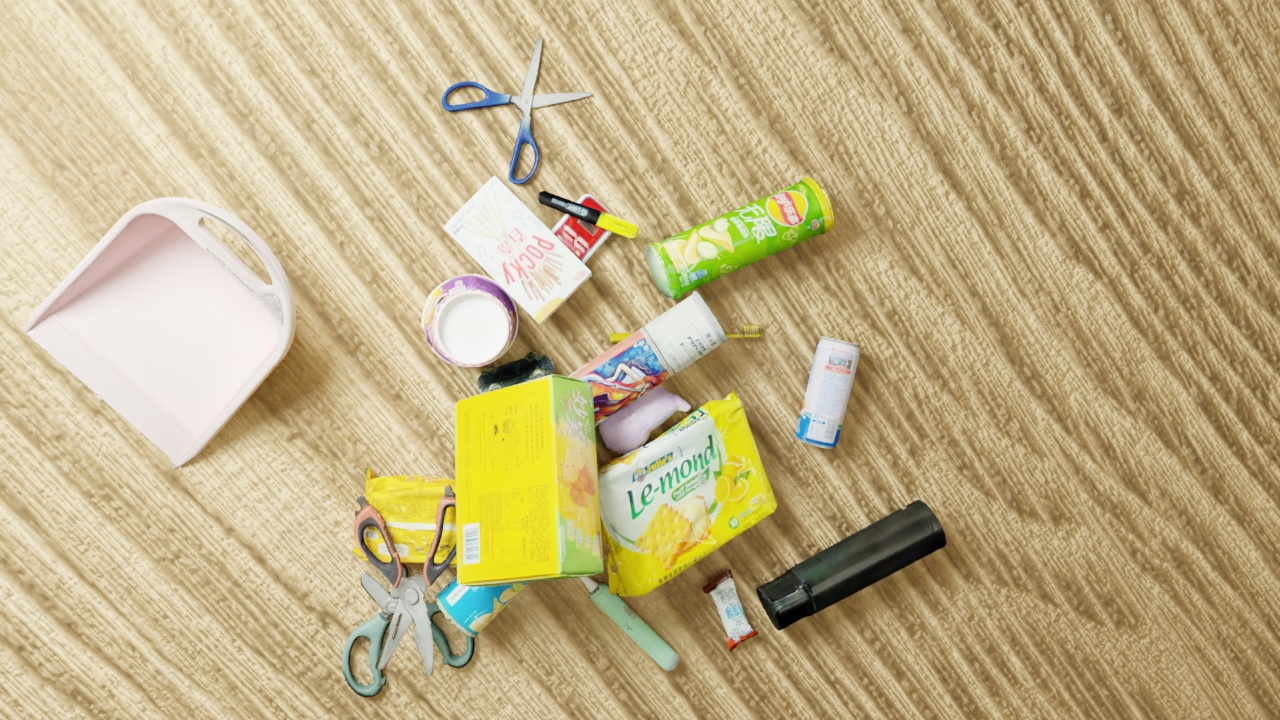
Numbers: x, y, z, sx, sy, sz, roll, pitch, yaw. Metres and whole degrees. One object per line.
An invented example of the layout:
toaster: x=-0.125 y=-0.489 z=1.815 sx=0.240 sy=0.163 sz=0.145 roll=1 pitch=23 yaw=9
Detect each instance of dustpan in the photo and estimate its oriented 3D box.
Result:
dustpan: x=-0.488 y=-0.038 z=0.947 sx=0.222 sy=0.139 sz=0.273 roll=44 pitch=87 yaw=-14

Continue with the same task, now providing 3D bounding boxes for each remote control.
remote control: x=-0.087 y=-0.130 z=1.075 sx=0.056 sy=0.020 sz=0.136 roll=42 pitch=88 yaw=-14

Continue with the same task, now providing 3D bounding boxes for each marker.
marker: x=-0.060 y=-0.168 z=1.058 sx=0.124 sy=0.015 sz=0.018 roll=19 pitch=86 yaw=-12

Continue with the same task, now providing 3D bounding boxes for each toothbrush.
toothbrush: x=0.056 y=-0.033 z=1.119 sx=0.190 sy=0.016 sz=0.016 roll=-2 pitch=93 yaw=-11
toothbrush: x=-0.032 y=0.306 z=1.140 sx=0.027 sy=0.026 sz=0.224 roll=-39 pitch=103 yaw=18

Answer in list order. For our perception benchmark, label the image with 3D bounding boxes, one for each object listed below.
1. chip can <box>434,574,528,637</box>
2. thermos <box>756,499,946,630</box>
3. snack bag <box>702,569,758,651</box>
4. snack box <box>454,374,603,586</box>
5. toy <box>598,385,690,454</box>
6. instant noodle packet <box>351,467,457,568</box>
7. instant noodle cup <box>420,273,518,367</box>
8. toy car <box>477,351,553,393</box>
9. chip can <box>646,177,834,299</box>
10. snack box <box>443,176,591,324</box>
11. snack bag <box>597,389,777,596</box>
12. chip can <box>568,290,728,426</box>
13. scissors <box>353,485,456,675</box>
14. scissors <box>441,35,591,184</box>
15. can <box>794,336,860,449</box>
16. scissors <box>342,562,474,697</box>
chip can: x=-0.143 y=0.227 z=1.085 sx=0.210 sy=0.071 sz=0.071 roll=-45 pitch=103 yaw=-2
thermos: x=0.269 y=0.261 z=1.161 sx=0.242 sy=0.090 sz=0.068 roll=-26 pitch=80 yaw=-8
snack bag: x=0.115 y=0.320 z=1.170 sx=0.048 sy=0.026 sz=0.104 roll=-29 pitch=101 yaw=-13
snack box: x=-0.125 y=0.134 z=0.998 sx=0.070 sy=0.158 sz=0.209 roll=15 pitch=66 yaw=-50
toy: x=-0.005 y=0.064 z=1.108 sx=0.108 sy=0.039 sz=0.084 roll=-44 pitch=85 yaw=-2
instant noodle packet: x=-0.265 y=0.184 z=1.069 sx=0.128 sy=0.044 sz=0.111 roll=7 pitch=98 yaw=-10
instant noodle cup: x=-0.189 y=-0.039 z=1.027 sx=0.111 sy=0.099 sz=0.111 roll=-2 pitch=99 yaw=-12
toy car: x=-0.145 y=0.021 z=1.074 sx=0.090 sy=0.043 sz=0.034 roll=-18 pitch=134 yaw=-13
chip can: x=0.115 y=-0.144 z=1.087 sx=0.221 sy=0.072 sz=0.072 roll=-24 pitch=101 yaw=-7
snack box: x=-0.139 y=-0.125 z=1.046 sx=0.157 sy=0.027 sz=0.084 roll=45 pitch=90 yaw=-1
snack bag: x=0.043 y=0.157 z=1.087 sx=0.246 sy=0.068 sz=0.158 roll=-28 pitch=106 yaw=-24
chip can: x=-0.006 y=0.006 z=1.070 sx=0.215 sy=0.071 sz=0.071 roll=-33 pitch=102 yaw=3
scissors: x=-0.258 y=0.243 z=1.037 sx=0.189 sy=0.015 sz=0.226 roll=-34 pitch=95 yaw=-1
scissors: x=-0.138 y=-0.285 z=1.049 sx=0.173 sy=0.012 sz=0.162 roll=-9 pitch=98 yaw=-11
can: x=0.234 y=0.040 z=1.143 sx=0.053 sy=0.053 sz=0.134 roll=12 pitch=95 yaw=-13
scissors: x=-0.294 y=0.335 z=1.096 sx=0.181 sy=0.019 sz=0.170 roll=-44 pitch=104 yaw=-2
